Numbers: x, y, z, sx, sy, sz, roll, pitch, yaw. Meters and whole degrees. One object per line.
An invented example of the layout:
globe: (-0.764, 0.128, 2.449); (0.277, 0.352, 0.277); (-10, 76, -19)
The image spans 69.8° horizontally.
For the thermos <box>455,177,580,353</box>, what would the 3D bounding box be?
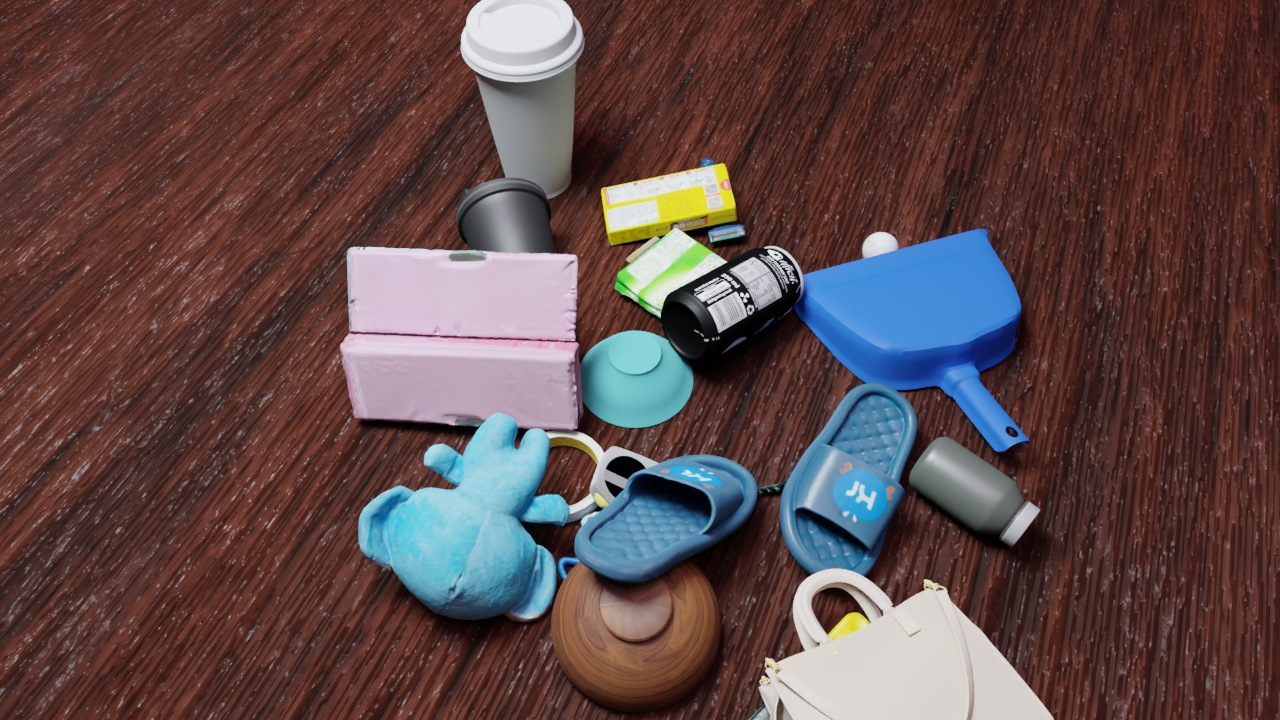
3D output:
thermos: (-0.127, -0.088, 0.983); (0.105, 0.106, 0.218); (-14, 60, -10)

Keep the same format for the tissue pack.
tissue pack: (0.040, -0.093, 1.021); (0.099, 0.034, 0.113); (38, 62, 21)

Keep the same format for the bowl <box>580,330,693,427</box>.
bowl: (-0.006, 0.006, 0.942); (0.121, 0.046, 0.121); (0, 54, 0)

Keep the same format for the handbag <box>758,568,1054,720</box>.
handbag: (0.187, 0.255, 0.726); (0.194, 0.101, 0.197); (-20, 55, -17)

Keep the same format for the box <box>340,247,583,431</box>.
box: (-0.173, -0.017, 0.883); (0.233, 0.180, 0.050); (1, 19, 8)

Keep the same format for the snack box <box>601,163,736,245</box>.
snack box: (0.033, -0.184, 1.079); (0.152, 0.025, 0.075); (-11, 54, 3)

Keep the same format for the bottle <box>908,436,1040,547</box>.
bottle: (0.308, 0.122, 0.848); (0.108, 0.060, 0.060); (37, 62, 24)

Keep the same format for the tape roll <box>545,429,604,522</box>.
tape roll: (-0.077, 0.111, 0.884); (0.094, 0.019, 0.093); (0, 54, 0)

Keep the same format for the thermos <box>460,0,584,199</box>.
thermos: (-0.126, -0.292, 1.050); (0.131, 0.222, 0.131); (0, 54, 0)

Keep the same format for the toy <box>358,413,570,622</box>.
toy: (-0.145, 0.137, 0.814); (0.183, 0.115, 0.180); (25, 74, -9)

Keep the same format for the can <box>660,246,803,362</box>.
can: (0.096, -0.061, 0.958); (0.145, 0.080, 0.080); (-30, 59, -31)

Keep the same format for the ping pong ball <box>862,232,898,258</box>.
ping pong ball: (0.272, -0.125, 1.038); (0.040, 0.040, 0.040); (0, 54, 0)

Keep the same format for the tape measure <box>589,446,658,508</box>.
tape measure: (-0.012, 0.118, 0.865); (0.065, 0.017, 0.064); (26, 54, -12)

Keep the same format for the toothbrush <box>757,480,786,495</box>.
toothbrush: (0.110, 0.127, 0.874); (0.188, 0.014, 0.017); (-11, 55, -7)

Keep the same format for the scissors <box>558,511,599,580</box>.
scissors: (-0.006, 0.179, 0.840); (0.133, 0.020, 0.096); (7, 58, 7)

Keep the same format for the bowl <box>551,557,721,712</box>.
bowl: (-0.004, 0.212, 0.770); (0.147, 0.069, 0.147); (0, 60, 0)

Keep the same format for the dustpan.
dustpan: (0.319, -0.016, 0.949); (0.245, 0.060, 0.257); (-15, 46, -10)

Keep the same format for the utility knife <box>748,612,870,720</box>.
utility knife: (0.127, 0.278, 0.761); (0.186, 0.020, 0.029); (-36, 61, -24)

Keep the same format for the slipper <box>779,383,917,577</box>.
slipper: (0.197, 0.105, 0.849); (0.104, 0.059, 0.213); (28, 62, 4)

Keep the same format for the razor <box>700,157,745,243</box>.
razor: (0.093, -0.193, 1.103); (0.044, 0.018, 0.140); (-11, 53, 3)

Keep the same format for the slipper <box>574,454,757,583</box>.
slipper: (0.023, 0.125, 0.800); (0.104, 0.059, 0.213); (23, 29, 31)
